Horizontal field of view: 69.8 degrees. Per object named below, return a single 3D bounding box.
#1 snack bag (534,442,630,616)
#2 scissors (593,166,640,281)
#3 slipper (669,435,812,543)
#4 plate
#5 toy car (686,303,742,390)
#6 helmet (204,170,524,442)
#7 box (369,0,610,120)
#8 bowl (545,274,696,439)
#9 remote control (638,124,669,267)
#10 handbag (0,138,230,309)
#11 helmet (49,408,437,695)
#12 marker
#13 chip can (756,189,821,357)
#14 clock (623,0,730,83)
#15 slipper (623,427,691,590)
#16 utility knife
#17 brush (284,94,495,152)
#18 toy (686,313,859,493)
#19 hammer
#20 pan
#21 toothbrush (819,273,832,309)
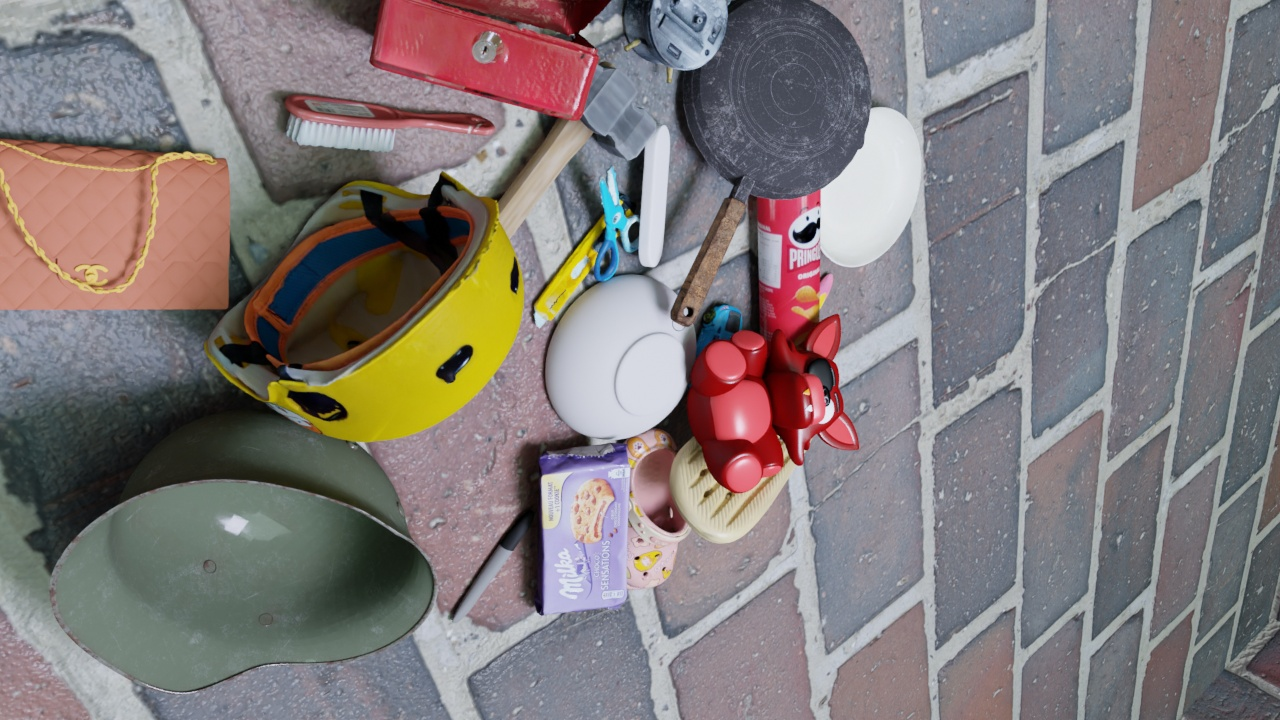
[{"bbox_3d":[-0.063,0.179,0.957,0.096,0.058,0.206,-5,117,-17],"label":"snack bag"},{"bbox_3d":[-0.029,-0.126,0.853,0.083,0.015,0.140,-50,159,-13],"label":"scissors"},{"bbox_3d":[0.109,0.116,1.035,0.260,0.111,0.079,-39,170,-44],"label":"slipper"},{"bbox_3d":[0.252,-0.200,1.059,0.182,0.034,0.182,-15,118,-32],"label":"plate"},{"bbox_3d":[0.083,-0.010,1.014,0.048,0.032,0.105,16,100,-41],"label":"toy car"},{"bbox_3d":[-0.173,-0.023,0.678,0.208,0.240,0.140,-61,139,-29],"label":"helmet"},{"bbox_3d":[-0.112,-0.244,0.674,0.157,0.136,0.122,8,98,-17],"label":"box"},{"bbox_3d":[-0.005,0.005,0.929,0.176,0.066,0.177,-15,118,-32],"label":"bowl"},{"bbox_3d":[0.013,-0.159,0.890,0.043,0.013,0.136,-32,129,-66],"label":"remote control"},{"bbox_3d":[-0.370,-0.090,0.615,0.171,0.060,0.109,-3,107,-37],"label":"handbag"},{"bbox_3d":[-0.281,0.131,0.705,0.227,0.153,0.267,-39,127,14],"label":"helmet"},{"bbox_3d":[-0.150,0.213,0.943,0.138,0.016,0.022,-55,155,-4],"label":"marker"},{"bbox_3d":[0.164,-0.099,1.011,0.073,0.073,0.233,-22,121,-29],"label":"chip can"},{"bbox_3d":[0.038,-0.323,0.830,0.090,0.052,0.129,25,94,-41],"label":"clock"},{"bbox_3d":[0.013,0.174,1.009,0.093,0.081,0.197,-11,113,-33],"label":"slipper"},{"bbox_3d":[-0.054,-0.096,0.884,0.155,0.017,0.030,-51,127,-4],"label":"utility knife"},{"bbox_3d":[-0.194,-0.183,0.726,0.172,0.041,0.030,-6,130,-38],"label":"brush"},{"bbox_3d":[0.145,0.042,0.963,0.197,0.121,0.158,-12,92,-24],"label":"toy"},{"bbox_3d":[-0.117,-0.125,0.803,0.322,0.051,0.117,-54,131,-3],"label":"hammer"},{"bbox_3d":[0.111,-0.190,0.890,0.207,0.040,0.356,25,84,-18],"label":"pan"},{"bbox_3d":[0.199,-0.042,1.102,0.021,0.016,0.135,21,93,-39],"label":"toothbrush"}]
